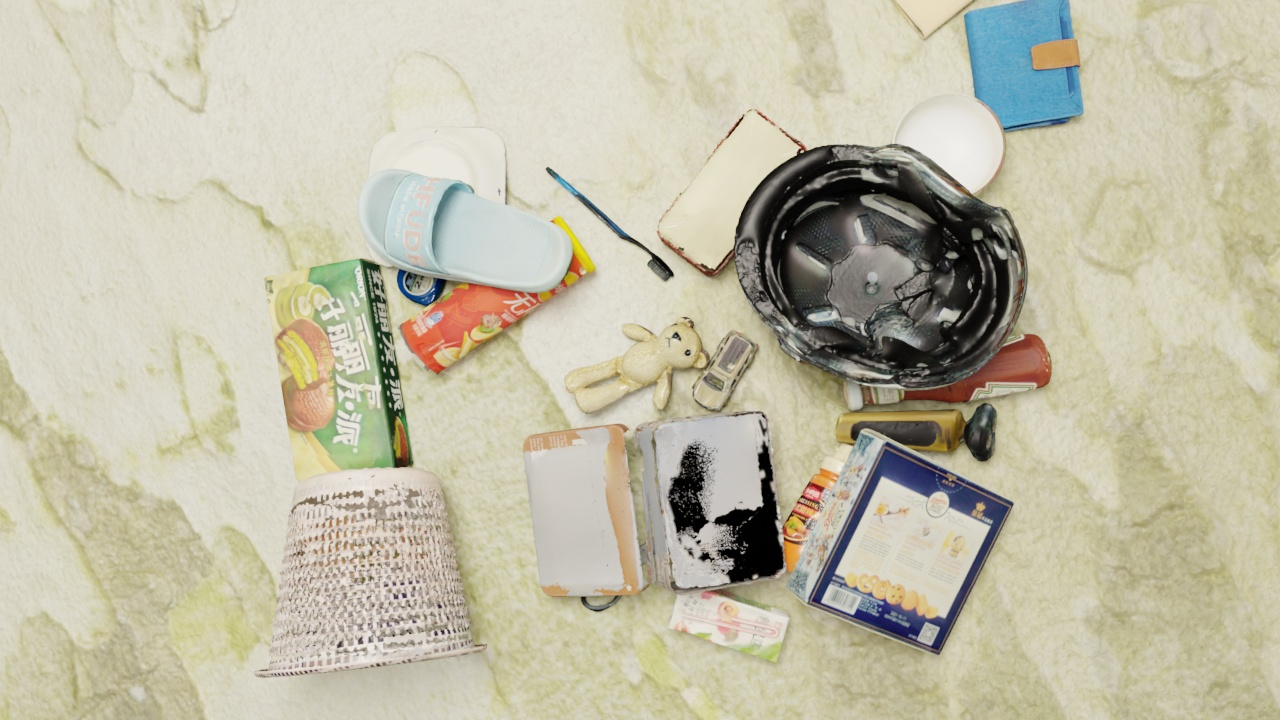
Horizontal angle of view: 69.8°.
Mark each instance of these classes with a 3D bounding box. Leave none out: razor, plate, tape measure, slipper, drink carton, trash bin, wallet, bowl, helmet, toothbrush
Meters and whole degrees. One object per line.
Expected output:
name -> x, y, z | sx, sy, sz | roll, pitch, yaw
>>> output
razor -> 0.287, 0.073, 0.955 | 0.167, 0.067, 0.062 | 2, 101, 5
plate -> -0.232, -0.188, 1.020 | 0.164, 0.034, 0.163 | -2, 80, 7
tape measure -> -0.245, -0.091, 1.034 | 0.054, 0.025, 0.058 | 19, 81, 11
slipper -> -0.189, -0.133, 0.945 | 0.245, 0.074, 0.104 | 18, 83, 13
drink carton -> 0.094, 0.278, 0.983 | 0.122, 0.045, 0.053 | 17, 89, 5
trash bin -> -0.279, 0.217, 0.952 | 0.227, 0.227, 0.192 | -8, 76, 5
wallet -> 0.404, -0.312, 0.968 | 0.106, 0.040, 0.133 | -7, 89, 10
wallet -> 0.324, -0.415, 0.984 | 0.115, 0.024, 0.087 | -38, 85, 5
bowl -> 0.316, -0.216, 0.961 | 0.113, 0.062, 0.113 | 0, 87, 6
helmet -> 0.238, -0.083, 0.921 | 0.274, 0.157, 0.230 | 27, 89, 20
toothbrush -> -0.037, -0.152, 1.021 | 0.189, 0.014, 0.016 | 41, 116, 6

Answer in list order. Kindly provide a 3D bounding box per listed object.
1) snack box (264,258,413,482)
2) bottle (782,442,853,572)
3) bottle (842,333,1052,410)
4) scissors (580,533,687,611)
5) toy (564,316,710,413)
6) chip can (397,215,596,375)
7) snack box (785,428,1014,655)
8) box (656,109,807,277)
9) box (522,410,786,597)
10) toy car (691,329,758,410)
snack box -> -0.335, 0.014, 1.022 | 0.114, 0.063, 0.240 | -9, 88, 6
bottle -> 0.194, 0.157, 0.971 | 0.067, 0.067, 0.149 | 24, 84, 6
bottle -> 0.317, 0.018, 0.960 | 0.206, 0.059, 0.059 | -11, 88, 6
scissors -> 0.006, 0.221, 1.012 | 0.175, 0.014, 0.135 | 4, 88, 3
toy -> -0.006, 0.006, 0.988 | 0.157, 0.066, 0.105 | -24, 69, -3
chip can -> -0.156, -0.071, 1.003 | 0.217, 0.073, 0.073 | -33, 86, 5
snack box -> 0.266, 0.187, 0.933 | 0.178, 0.046, 0.182 | 26, 91, -20
box -> 0.095, -0.177, 0.974 | 0.091, 0.079, 0.168 | 38, 92, 4
box -> 0.010, 0.151, 0.957 | 0.274, 0.126, 0.179 | -7, 87, 7
toy car -> 0.090, 0.012, 0.994 | 0.042, 0.035, 0.090 | 32, 94, 6
